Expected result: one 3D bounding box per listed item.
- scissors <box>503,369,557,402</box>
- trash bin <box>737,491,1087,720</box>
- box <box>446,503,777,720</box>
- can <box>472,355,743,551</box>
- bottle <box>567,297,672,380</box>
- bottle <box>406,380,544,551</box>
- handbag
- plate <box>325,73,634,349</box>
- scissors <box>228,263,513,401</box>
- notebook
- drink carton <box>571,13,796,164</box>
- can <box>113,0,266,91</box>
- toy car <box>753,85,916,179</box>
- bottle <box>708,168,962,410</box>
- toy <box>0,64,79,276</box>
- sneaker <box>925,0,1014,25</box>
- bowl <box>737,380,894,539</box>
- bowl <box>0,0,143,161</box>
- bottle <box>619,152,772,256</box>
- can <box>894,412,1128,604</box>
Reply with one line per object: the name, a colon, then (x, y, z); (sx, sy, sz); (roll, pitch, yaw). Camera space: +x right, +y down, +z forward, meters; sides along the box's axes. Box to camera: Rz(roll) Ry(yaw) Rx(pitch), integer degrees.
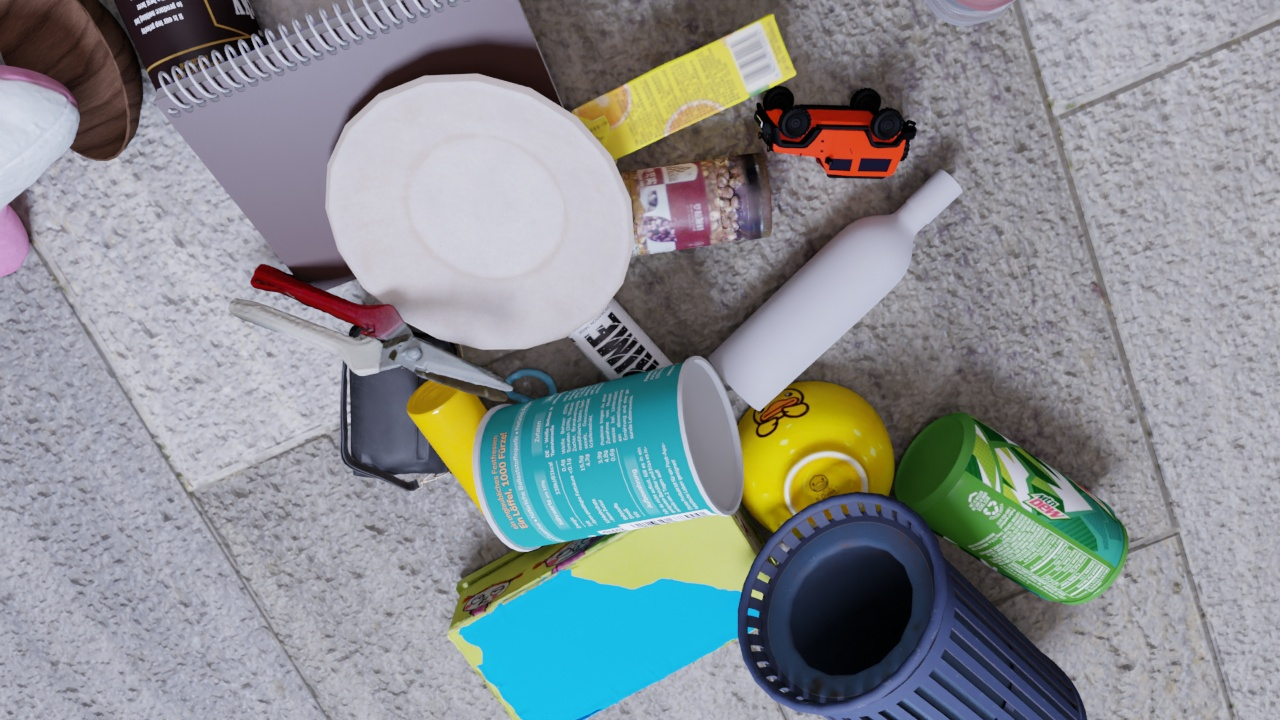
scissors: (-0.048, 0.044, 0.665); (0.139, 0.015, 0.118); (-22, 106, -1)
trash bin: (0.193, 0.209, 0.615); (0.139, 0.139, 0.249); (-42, 123, 10)
box: (-0.017, 0.172, 0.667); (0.221, 0.079, 0.124); (-31, 104, 10)
can: (-0.019, 0.062, 0.589); (0.144, 0.099, 0.099); (-14, 106, 22)
bottle: (-0.004, 0.004, 0.636); (0.041, 0.041, 0.116); (-40, 103, 9)
bottle: (-0.104, 0.075, 0.632); (0.043, 0.043, 0.144); (-25, 121, 6)
handbag: (-0.163, 0.030, 0.635); (0.079, 0.054, 0.128); (2, 103, -6)
plate: (-0.098, -0.089, 0.570); (0.189, 0.027, 0.189); (3, 128, 3)
scissors: (-0.170, -0.019, 0.587); (0.189, 0.015, 0.139); (-9, 67, 0)
notebook: (-0.153, -0.137, 0.562); (0.209, 0.022, 0.172); (-20, 137, 4)
drink carton: (0.025, -0.168, 0.579); (0.135, 0.058, 0.043); (-24, 105, 7)
can: (-0.274, -0.211, 0.555); (0.072, 0.072, 0.128); (-18, 105, 4)
toy car: (0.123, -0.145, 0.589); (0.100, 0.051, 0.049); (-1, 123, -7)
bottle: (0.134, -0.051, 0.617); (0.195, 0.052, 0.052); (-44, 102, 10)
toy: (-0.471, -0.120, 0.557); (0.265, 0.187, 0.127); (-28, 67, -3)
sneaker: (0.173, -0.310, 0.525); (0.099, 0.089, 0.236); (-28, 104, 7)
bowl: (0.124, 0.078, 0.645); (0.117, 0.067, 0.117); (0, 105, -1)
bowl: (-0.344, -0.186, 0.565); (0.119, 0.032, 0.119); (18, 128, 24)
bottle: (0.029, -0.101, 0.599); (0.105, 0.056, 0.056); (-8, 106, 2)
can: (0.260, 0.106, 0.647); (0.144, 0.083, 0.083); (31, 103, -9)
